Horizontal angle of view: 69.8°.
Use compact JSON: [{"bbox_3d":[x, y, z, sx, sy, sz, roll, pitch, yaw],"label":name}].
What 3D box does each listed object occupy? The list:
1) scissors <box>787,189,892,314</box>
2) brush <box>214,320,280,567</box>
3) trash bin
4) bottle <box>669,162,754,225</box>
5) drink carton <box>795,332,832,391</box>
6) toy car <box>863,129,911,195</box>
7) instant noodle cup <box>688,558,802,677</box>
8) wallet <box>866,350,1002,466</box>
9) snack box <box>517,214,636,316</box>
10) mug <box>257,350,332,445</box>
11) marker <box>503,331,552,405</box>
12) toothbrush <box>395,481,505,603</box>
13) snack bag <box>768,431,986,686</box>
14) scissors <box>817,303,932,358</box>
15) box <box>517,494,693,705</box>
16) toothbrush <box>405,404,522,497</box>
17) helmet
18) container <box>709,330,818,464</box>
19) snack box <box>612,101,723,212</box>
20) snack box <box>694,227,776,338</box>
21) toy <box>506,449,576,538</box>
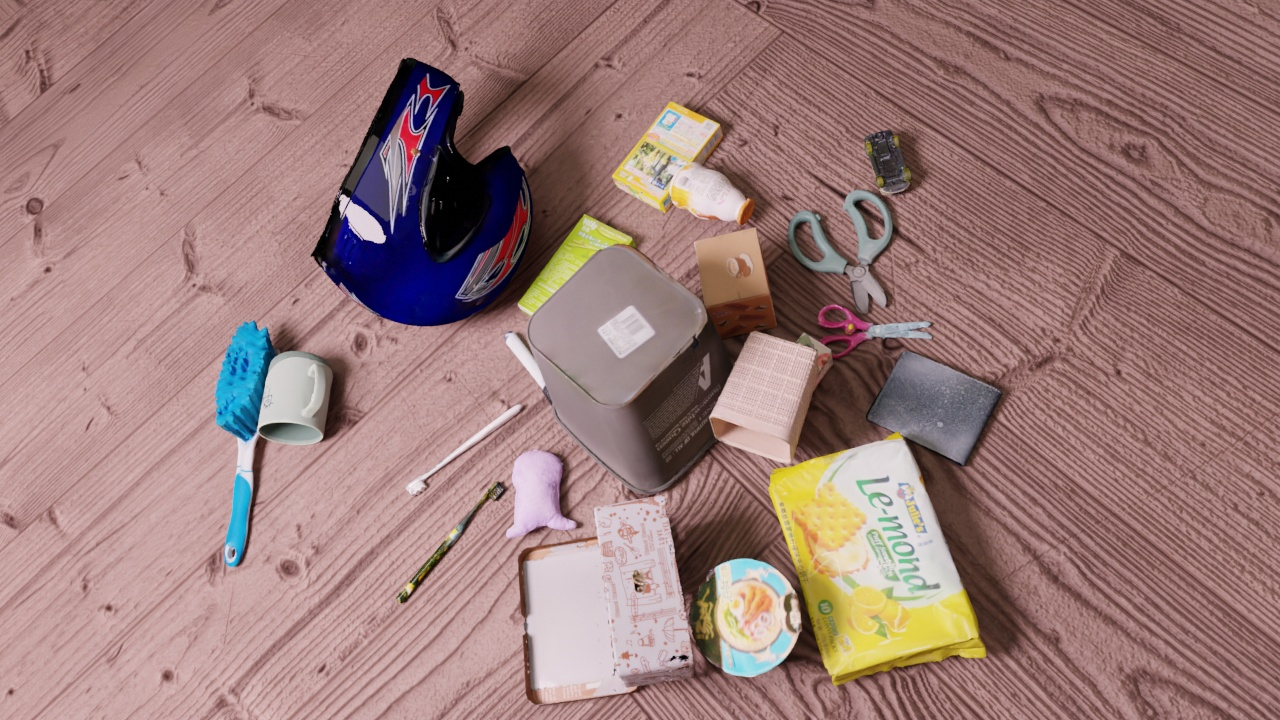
[{"bbox_3d":[0.243,-0.128,1.132,0.161,0.019,0.178,-5,69,13],"label":"scissors"},{"bbox_3d":[-0.526,0.105,1.214,0.060,0.110,0.313,-1,59,5],"label":"brush"},{"bbox_3d":[-0.006,0.006,1.025,0.198,0.220,0.198,40,78,23],"label":"trash bin"},{"bbox_3d":[0.092,-0.211,1.183,0.108,0.063,0.063,29,78,23],"label":"bottle"},{"bbox_3d":[0.173,0.034,1.062,0.045,0.053,0.122,33,80,24],"label":"drink carton"},{"bbox_3d":[0.310,-0.246,1.153,0.042,0.035,0.090,-16,65,10],"label":"toy car"},{"bbox_3d":[0.117,0.270,0.941,0.111,0.120,0.111,-6,66,14],"label":"instant noodle cup"},{"bbox_3d":[0.329,0.051,1.033,0.121,0.019,0.097,27,78,25],"label":"wallet"},{"bbox_3d":[-0.083,-0.112,1.210,0.086,0.026,0.156,30,78,24],"label":"snack box"},{"bbox_3d":[-0.445,0.044,1.204,0.112,0.082,0.106,-25,54,40],"label":"mug"},{"bbox_3d":[-0.138,0.011,1.179,0.022,0.018,0.130,-43,64,4],"label":"marker"},{"bbox_3d":[-0.230,0.222,1.118,0.017,0.012,0.185,38,82,15],"label":"toothbrush"},{"bbox_3d":[0.239,0.206,0.963,0.158,0.068,0.246,-18,64,8],"label":"snack bag"},{"bbox_3d":[0.276,-0.027,1.083,0.137,0.017,0.072,7,79,13],"label":"scissors"},{"bbox_3d":[-0.046,0.255,0.971,0.218,0.158,0.180,-12,65,10],"label":"box"},{"bbox_3d":[-0.221,0.113,1.160,0.180,0.016,0.016,-37,71,-2],"label":"toothbrush"},{"bbox_3d":[-0.256,-0.195,1.171,0.240,0.248,0.315,25,80,-21],"label":"helmet"},{"bbox_3d":[0.138,0.038,0.993,0.090,0.090,0.110,18,72,17],"label":"container"},{"bbox_3d":[0.037,-0.277,1.244,0.087,0.034,0.140,32,78,25],"label":"snack box"},{"bbox_3d":[0.116,-0.091,1.108,0.077,0.094,0.092,-12,65,10],"label":"snack box"},{"bbox_3d":[-0.121,0.156,1.101,0.084,0.039,0.107,-4,61,-2],"label":"toy"}]
